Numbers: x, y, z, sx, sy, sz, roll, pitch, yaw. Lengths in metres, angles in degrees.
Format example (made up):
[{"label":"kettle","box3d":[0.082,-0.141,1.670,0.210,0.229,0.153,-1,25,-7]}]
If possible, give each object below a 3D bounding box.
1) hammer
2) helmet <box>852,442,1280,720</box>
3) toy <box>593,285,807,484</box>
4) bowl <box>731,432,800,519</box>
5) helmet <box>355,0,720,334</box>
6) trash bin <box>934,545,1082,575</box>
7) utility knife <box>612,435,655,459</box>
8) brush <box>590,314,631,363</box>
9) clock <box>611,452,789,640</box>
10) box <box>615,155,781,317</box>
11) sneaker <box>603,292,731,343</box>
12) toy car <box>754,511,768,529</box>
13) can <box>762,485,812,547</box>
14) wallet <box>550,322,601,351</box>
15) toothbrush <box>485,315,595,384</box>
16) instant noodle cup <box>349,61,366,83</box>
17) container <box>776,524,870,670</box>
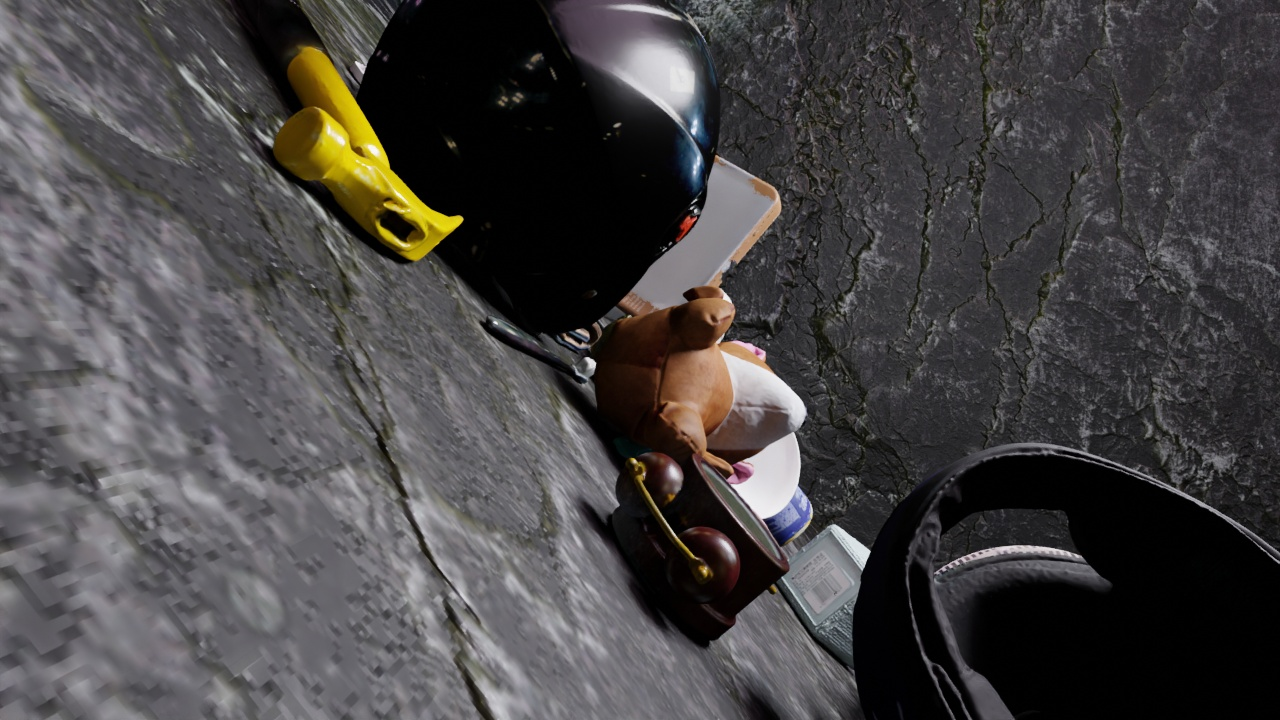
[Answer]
[{"label":"hammer","box3d":[-0.184,-0.160,0.510,0.300,0.033,0.129,54,5,33]},{"label":"helmet","box3d":[0.244,0.208,0.509,0.315,0.246,0.241,46,-18,16]},{"label":"toy","box3d":[0.055,0.025,0.669,0.131,0.140,0.199,12,-11,23]},{"label":"bowl","box3d":[0.083,0.092,0.855,0.118,0.118,0.065,50,-35,-11]},{"label":"helmet","box3d":[-0.055,-0.170,0.637,0.273,0.231,0.233,-20,65,-44]},{"label":"trash bin","box3d":[0.284,0.271,0.714,0.227,0.227,0.192,52,-8,19]},{"label":"utility knife","box3d":[0.002,0.065,0.682,0.029,0.013,0.151,49,6,11]},{"label":"brush","box3d":[-0.005,0.005,0.810,0.073,0.055,0.144,46,3,-14]},{"label":"clock","box3d":[0.026,0.087,0.449,0.082,0.055,0.122,54,7,33]},{"label":"box","box3d":[-0.010,-0.151,0.908,0.260,0.178,0.105,34,-9,48]},{"label":"sneaker","box3d":[0.014,-0.068,1.049,0.089,0.090,0.242,32,-4,-38]},{"label":"toy car","box3d":[0.073,0.128,0.737,0.122,0.037,0.056,49,3,-13]},{"label":"can","box3d":[0.131,0.144,0.948,0.049,0.074,0.148,53,4,-7]},{"label":"wallet","box3d":[-0.082,-0.063,0.759,0.115,0.033,0.090,51,2,14]},{"label":"toothbrush","box3d":[-0.062,-0.007,0.606,0.015,0.018,0.181,56,7,17]},{"label":"instant noodle cup","box3d":[-0.182,-0.219,0.857,0.173,0.060,0.138,48,5,-15]},{"label":"container","box3d":[0.192,0.220,0.860,0.111,0.090,0.090,42,9,-44]}]
